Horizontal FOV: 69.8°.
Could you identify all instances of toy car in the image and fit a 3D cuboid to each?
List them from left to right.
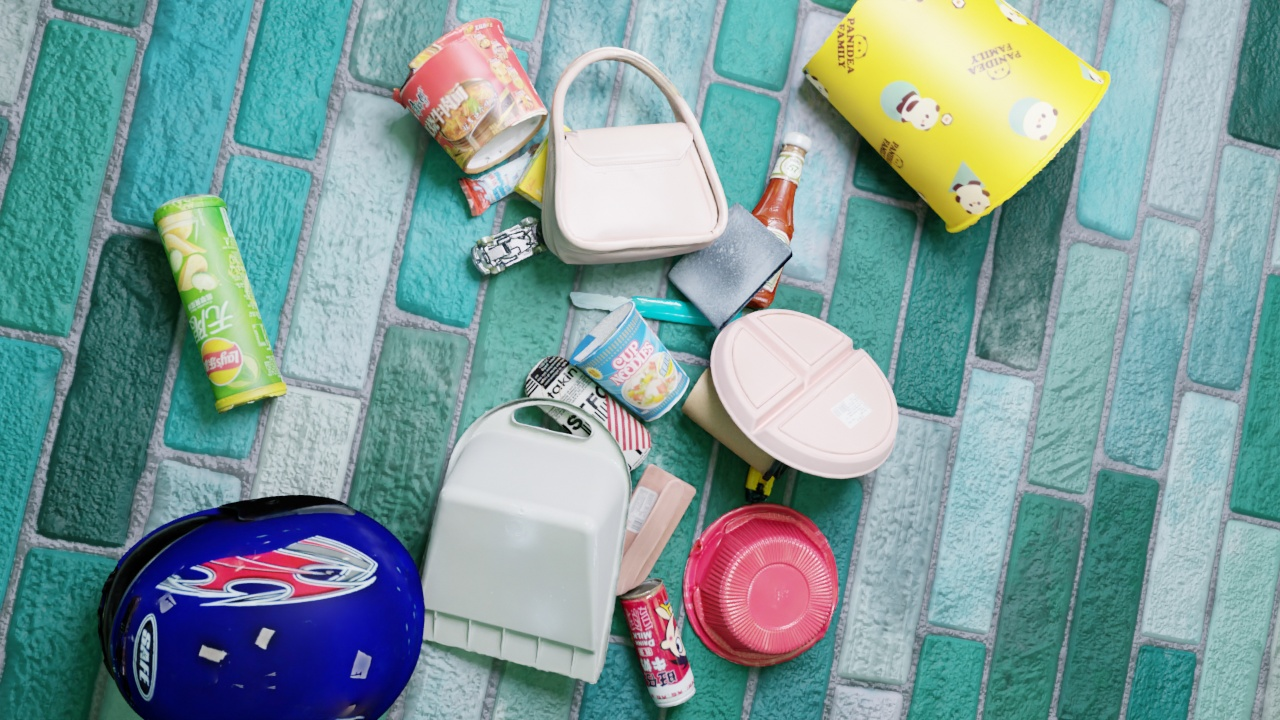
[{"bbox_3d":[-0.144,-0.126,1.021,0.090,0.034,0.043,-28,92,-12],"label":"toy car"}]

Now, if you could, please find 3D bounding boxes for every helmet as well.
[{"bbox_3d":[-0.367,0.253,0.870,0.315,0.240,0.247,2,87,-10],"label":"helmet"}]

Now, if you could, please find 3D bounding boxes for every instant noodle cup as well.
[{"bbox_3d":[-0.169,-0.272,0.963,0.137,0.138,0.108,-36,92,-9],"label":"instant noodle cup"},{"bbox_3d":[-0.006,0.006,1.020,0.110,0.099,0.099,45,82,-15],"label":"instant noodle cup"},{"bbox_3d":[0.150,0.264,1.056,0.193,0.066,0.194,0,89,-12],"label":"instant noodle cup"}]

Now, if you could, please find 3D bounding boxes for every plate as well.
[{"bbox_3d":[0.187,0.028,1.014,0.229,0.028,0.229,15,46,-16],"label":"plate"}]

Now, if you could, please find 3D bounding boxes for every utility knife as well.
[{"bbox_3d":[0.026,-0.061,1.062,0.218,0.013,0.029,6,101,-13],"label":"utility knife"},{"bbox_3d":[0.159,0.089,1.085,0.033,0.015,0.171,19,86,-10],"label":"utility knife"}]

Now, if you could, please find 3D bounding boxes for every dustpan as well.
[{"bbox_3d":[-0.119,0.183,0.999,0.223,0.142,0.258,12,118,6],"label":"dustpan"}]

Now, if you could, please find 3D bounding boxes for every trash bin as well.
[{"bbox_3d":[0.338,-0.313,1.029,0.255,0.230,0.229,41,82,-2],"label":"trash bin"}]

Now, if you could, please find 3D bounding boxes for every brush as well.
[{"bbox_3d":[0.002,0.193,1.025,0.063,0.073,0.145,30,86,-10],"label":"brush"}]

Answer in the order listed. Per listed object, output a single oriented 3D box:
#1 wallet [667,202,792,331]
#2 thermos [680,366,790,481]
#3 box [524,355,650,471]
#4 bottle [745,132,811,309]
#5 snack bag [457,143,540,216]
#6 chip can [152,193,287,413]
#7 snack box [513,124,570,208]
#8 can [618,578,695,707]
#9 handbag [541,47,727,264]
[{"bbox_3d":[0.100,-0.107,1.035,0.121,0.019,0.097,-47,62,10],"label":"wallet"},{"bbox_3d":[0.122,0.070,1.036,0.143,0.093,0.093,32,83,9],"label":"thermos"},{"bbox_3d":[-0.058,0.061,1.028,0.164,0.051,0.068,38,68,-5],"label":"box"},{"bbox_3d":[0.154,-0.164,1.065,0.059,0.060,0.206,19,86,-10],"label":"bottle"},{"bbox_3d":[-0.150,-0.202,1.025,0.104,0.026,0.048,-25,103,-10],"label":"snack bag"},{"bbox_3d":[-0.433,-0.060,0.945,0.072,0.072,0.221,-18,92,-11],"label":"chip can"},{"bbox_3d":[-0.060,-0.188,1.026,0.140,0.034,0.087,33,83,-18],"label":"snack box"},{"bbox_3d":[0.019,0.318,1.036,0.053,0.053,0.133,-18,92,-11],"label":"can"},{"bbox_3d":[-0.017,-0.224,0.987,0.193,0.093,0.234,-9,90,-19],"label":"handbag"}]
